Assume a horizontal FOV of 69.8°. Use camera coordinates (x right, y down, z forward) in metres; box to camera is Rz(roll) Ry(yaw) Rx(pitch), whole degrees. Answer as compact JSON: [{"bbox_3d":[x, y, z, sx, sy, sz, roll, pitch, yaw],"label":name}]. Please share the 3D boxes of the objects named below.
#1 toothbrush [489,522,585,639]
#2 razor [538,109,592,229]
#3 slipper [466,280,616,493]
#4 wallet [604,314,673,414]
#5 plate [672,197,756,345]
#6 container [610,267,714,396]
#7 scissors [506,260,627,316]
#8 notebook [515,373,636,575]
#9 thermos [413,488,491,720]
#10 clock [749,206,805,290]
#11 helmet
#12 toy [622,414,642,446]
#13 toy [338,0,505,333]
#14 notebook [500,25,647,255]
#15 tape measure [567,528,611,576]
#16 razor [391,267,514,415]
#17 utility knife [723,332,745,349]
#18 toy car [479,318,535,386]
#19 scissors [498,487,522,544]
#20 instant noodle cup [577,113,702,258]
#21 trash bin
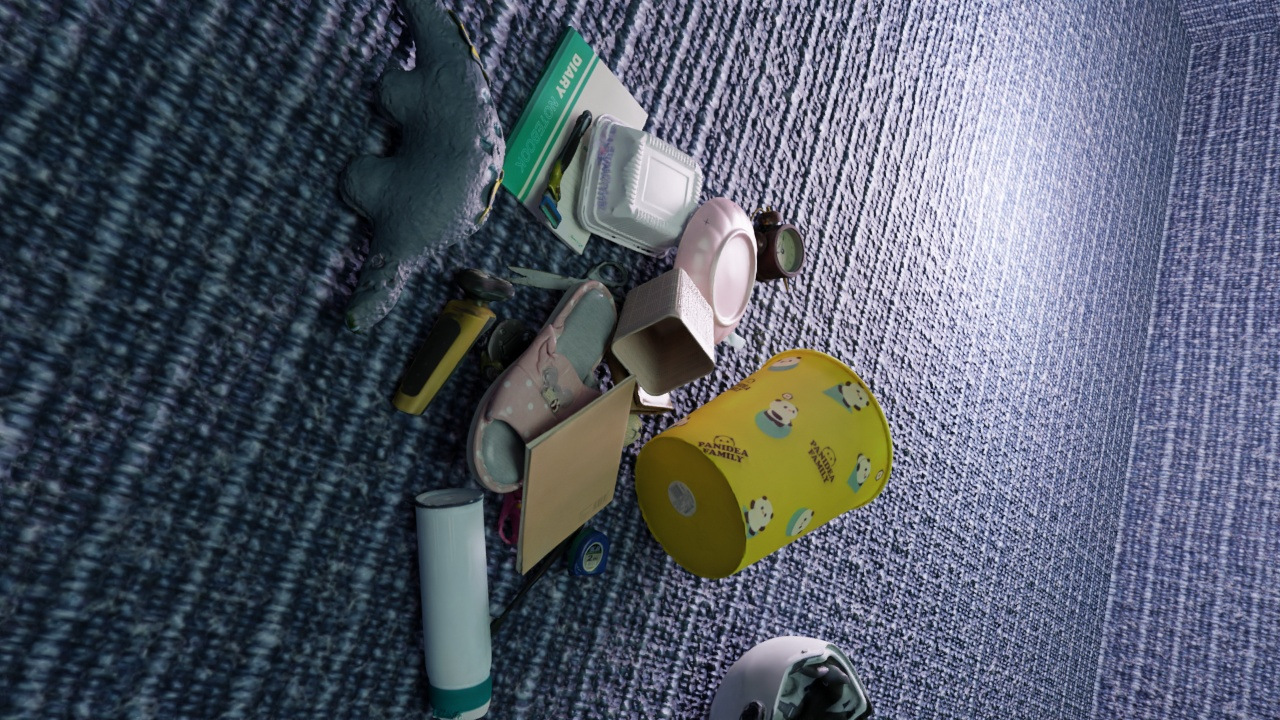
[{"bbox_3d":[-0.116,0.236,1.010,0.180,0.018,0.016,-45,137,-38],"label":"toothbrush"},{"bbox_3d":[-0.083,-0.215,1.001,0.043,0.022,0.142,56,49,-61],"label":"razor"},{"bbox_3d":[-0.085,0.021,0.940,0.273,0.055,0.114,-59,135,-37],"label":"slipper"},{"bbox_3d":[-0.006,0.006,1.070,0.090,0.033,0.115,7,64,-54],"label":"wallet"},{"bbox_3d":[0.102,-0.106,1.148,0.191,0.039,0.193,-31,127,-51],"label":"plate"},{"bbox_3d":[0.030,-0.037,1.035,0.090,0.090,0.110,51,28,-28],"label":"container"},{"bbox_3d":[-0.078,-0.077,1.036,0.172,0.014,0.142,-41,119,-37],"label":"scissors"},{"bbox_3d":[-0.068,0.123,0.966,0.149,0.012,0.212,-34,150,-36],"label":"notebook"},{"bbox_3d":[-0.181,0.242,0.905,0.073,0.073,0.224,-8,98,-46],"label":"thermos"},{"bbox_3d":[0.181,-0.159,1.276,0.122,0.055,0.081,50,57,-33],"label":"clock"},{"bbox_3d":[0.177,0.488,1.237,0.229,0.146,0.258,45,69,-37],"label":"helmet"},{"bbox_3d":[-0.053,0.089,1.026,0.156,0.066,0.105,-28,122,-53],"label":"toy"},{"bbox_3d":[-0.196,-0.188,0.852,0.137,0.092,0.356,16,78,-33],"label":"toy"},{"bbox_3d":[-0.076,-0.247,1.033,0.150,0.012,0.208,41,64,-39],"label":"notebook"},{"bbox_3d":[-0.060,0.221,1.057,0.058,0.025,0.054,10,94,-53],"label":"tape measure"},{"bbox_3d":[-0.188,-0.020,0.896,0.167,0.062,0.068,-61,162,-19],"label":"razor"},{"bbox_3d":[0.081,-0.052,1.203,0.202,0.018,0.034,26,73,-46],"label":"utility knife"},{"bbox_3d":[-0.126,0.029,0.965,0.070,0.042,0.158,-46,129,-45],"label":"toy car"},{"bbox_3d":[-0.137,0.127,0.984,0.064,0.017,0.135,-18,101,-45],"label":"scissors"},{"bbox_3d":[0.009,-0.200,1.075,0.173,0.060,0.138,13,85,-51],"label":"instant noodle cup"},{"bbox_3d":[0.145,0.133,1.142,0.254,0.230,0.230,-24,109,-37],"label":"trash bin"}]
